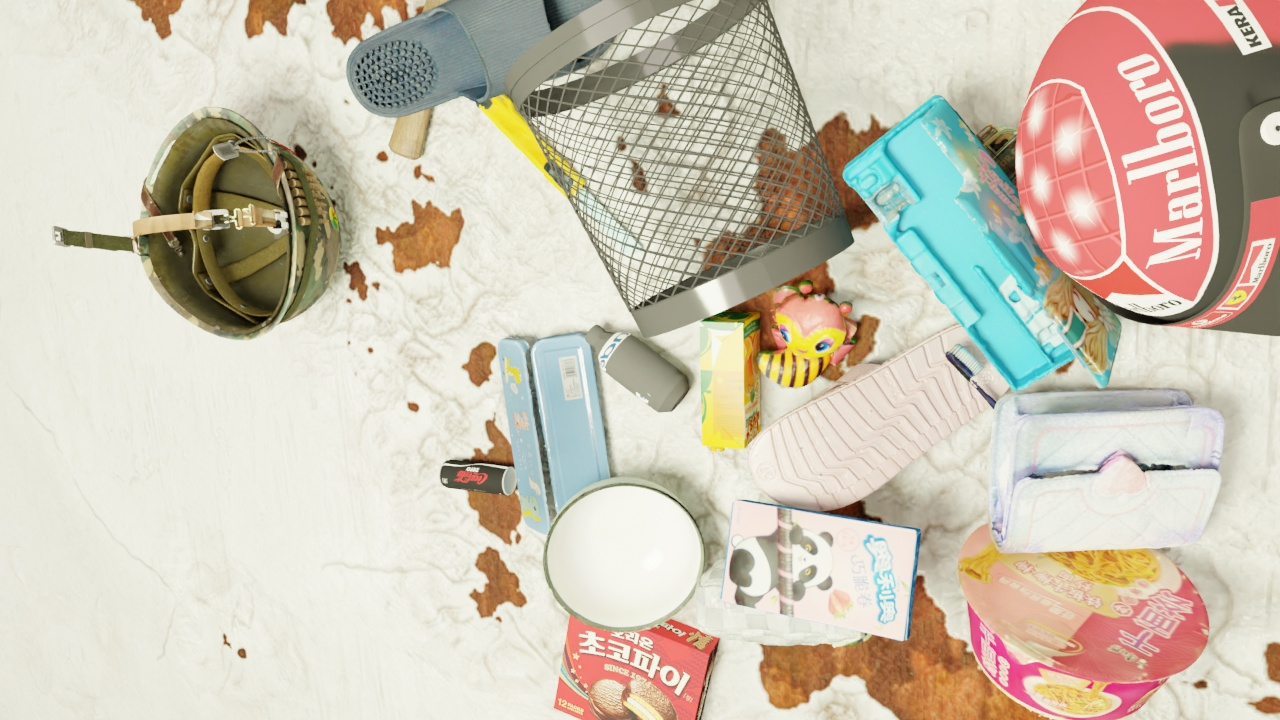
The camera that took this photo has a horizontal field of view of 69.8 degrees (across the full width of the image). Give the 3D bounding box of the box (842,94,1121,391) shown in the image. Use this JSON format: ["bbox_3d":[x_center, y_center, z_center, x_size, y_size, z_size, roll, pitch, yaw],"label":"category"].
[{"bbox_3d":[0.252,-0.074,0.670,0.097,0.116,0.227,-38,98,23],"label":"box"}]

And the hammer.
[{"bbox_3d":[-0.185,-0.341,0.884,0.132,0.040,0.306,29,112,18],"label":"hammer"}]

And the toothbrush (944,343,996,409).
[{"bbox_3d":[0.315,0.056,0.753,0.017,0.016,0.189,-45,100,-3],"label":"toothbrush"}]

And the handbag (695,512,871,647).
[{"bbox_3d":[0.134,0.197,0.834,0.172,0.112,0.123,-8,89,24],"label":"handbag"}]

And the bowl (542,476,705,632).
[{"bbox_3d":[-0.017,0.180,0.896,0.153,0.073,0.153,-1,103,-3],"label":"bowl"}]

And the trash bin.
[{"bbox_3d":[0.039,-0.161,0.737,0.218,0.217,0.227,-22,97,25],"label":"trash bin"}]

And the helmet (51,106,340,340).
[{"bbox_3d":[-0.409,-0.134,0.909,0.193,0.235,0.224,-5,110,18],"label":"helmet"}]

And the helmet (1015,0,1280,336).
[{"bbox_3d":[0.366,-0.128,0.592,0.224,0.197,0.271,-16,92,-4],"label":"helmet"}]

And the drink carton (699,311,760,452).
[{"bbox_3d":[0.083,0.020,0.840,0.041,0.058,0.122,4,103,22],"label":"drink carton"}]

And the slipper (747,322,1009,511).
[{"bbox_3d":[0.207,0.049,0.795,0.239,0.064,0.094,-32,91,8],"label":"slipper"}]

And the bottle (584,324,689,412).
[{"bbox_3d":[-0.005,0.005,0.880,0.112,0.046,0.047,37,113,12],"label":"bottle"}]

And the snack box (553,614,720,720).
[{"bbox_3d":[-0.006,0.328,0.960,0.152,0.035,0.133,16,108,19],"label":"snack box"}]

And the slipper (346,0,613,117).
[{"bbox_3d":[-0.155,-0.283,0.829,0.264,0.082,0.101,-13,114,13],"label":"slipper"}]

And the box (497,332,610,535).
[{"bbox_3d":[-0.092,0.078,0.933,0.122,0.047,0.209,-3,101,24],"label":"box"}]

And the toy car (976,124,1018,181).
[{"bbox_3d":[0.284,-0.165,0.719,0.047,0.047,0.112,45,114,2],"label":"toy car"}]

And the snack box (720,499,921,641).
[{"bbox_3d":[0.147,0.168,0.752,0.154,0.033,0.088,7,88,25],"label":"snack box"}]

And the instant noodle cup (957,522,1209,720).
[{"bbox_3d":[0.338,0.207,0.725,0.179,0.178,0.078,11,123,20],"label":"instant noodle cup"}]

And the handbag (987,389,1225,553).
[{"bbox_3d":[0.360,0.092,0.715,0.158,0.069,0.126,-2,104,1],"label":"handbag"}]

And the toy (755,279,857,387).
[{"bbox_3d":[0.147,-0.022,0.811,0.084,0.046,0.104,22,122,-7],"label":"toy"}]

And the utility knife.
[{"bbox_3d":[-0.079,-0.184,0.887,0.227,0.019,0.031,45,123,4],"label":"utility knife"}]

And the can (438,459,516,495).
[{"bbox_3d":[-0.175,0.125,0.986,0.081,0.031,0.031,3,103,22],"label":"can"}]
